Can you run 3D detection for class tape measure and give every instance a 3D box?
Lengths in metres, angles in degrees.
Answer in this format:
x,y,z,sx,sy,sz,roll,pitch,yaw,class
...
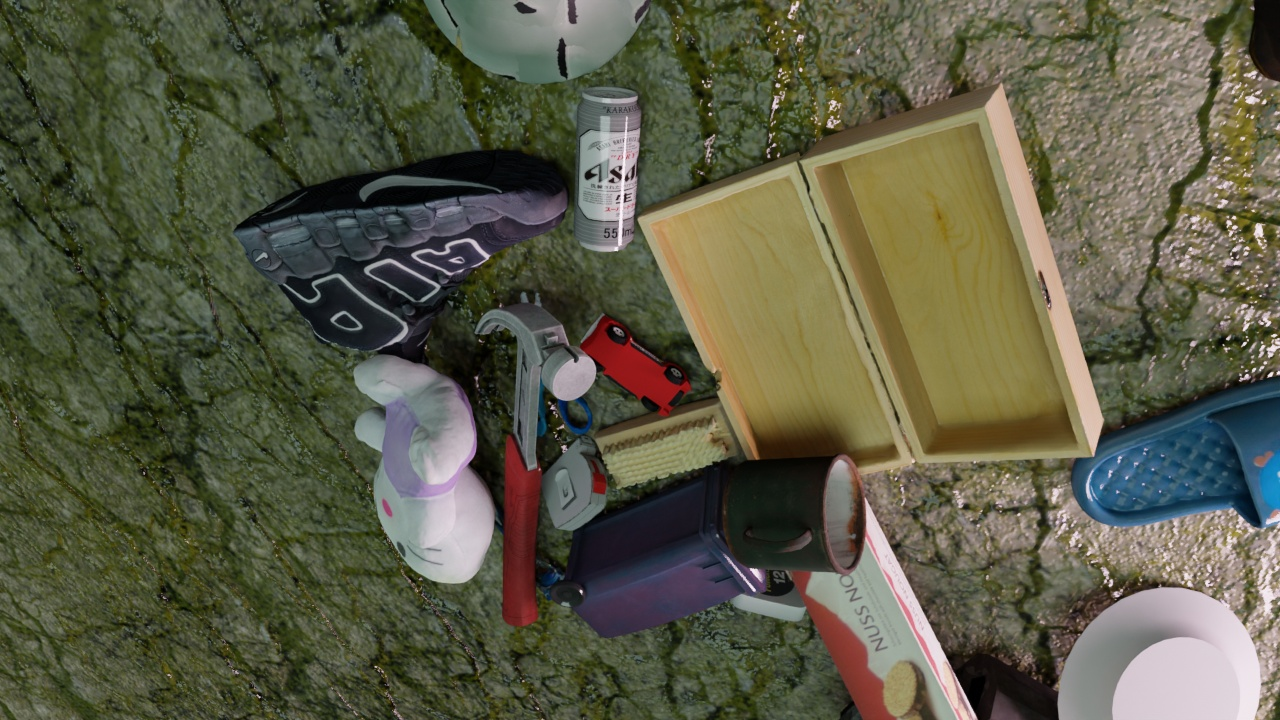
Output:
x,y,z,sx,sy,sz,roll,pitch,yaw,class
-0.055,0.104,0.760,0.020,0.062,0.060,18,127,-40,tape measure
0.106,0.185,0.766,0.065,0.064,0.017,11,119,-2,tape measure

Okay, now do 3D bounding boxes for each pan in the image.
x,y,z,sx,sy,sz,roll,pitch,yaw,class
0.501,-0.186,0.498,0.249,0.043,0.356,-34,106,25,pan

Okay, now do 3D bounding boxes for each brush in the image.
x,y,z,sx,sy,sz,roll,pitch,yaw,class
0.020,0.069,0.737,0.117,0.039,0.049,-16,114,20,brush

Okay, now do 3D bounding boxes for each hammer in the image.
x,y,z,sx,sy,sz,roll,pitch,yaw,class
-0.096,0.099,0.747,0.126,0.036,0.316,41,135,41,hammer

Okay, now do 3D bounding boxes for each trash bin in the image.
x,y,z,sx,sy,sz,roll,pitch,yaw,class
0.018,0.157,0.753,0.161,0.093,0.092,-26,119,24,trash bin

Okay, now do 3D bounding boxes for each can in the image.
x,y,z,sx,sy,sz,roll,pitch,yaw,class
-0.024,-0.132,0.638,0.044,0.043,0.107,8,118,8,can

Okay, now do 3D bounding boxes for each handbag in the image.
x,y,z,sx,sy,sz,roll,pitch,yaw,class
0.266,0.344,0.791,0.199,0.102,0.198,29,119,-4,handbag

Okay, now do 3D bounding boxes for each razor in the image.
x,y,z,sx,sy,sz,roll,pitch,yaw,class
-0.110,0.163,0.825,0.044,0.018,0.141,-30,108,25,razor

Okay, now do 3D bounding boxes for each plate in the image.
x,y,z,sx,sy,sz,roll,pitch,yaw,class
0.415,0.266,0.720,0.172,0.019,0.173,-1,95,-7,plate

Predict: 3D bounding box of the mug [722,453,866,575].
x,y,z,sx,sy,sz,roll,pitch,yaw,class
0.105,0.115,0.660,0.081,0.110,0.085,-6,98,33,mug

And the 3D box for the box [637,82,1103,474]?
x,y,z,sx,sy,sz,roll,pitch,yaw,class
0.156,-0.030,0.639,0.258,0.076,0.247,-15,112,28,box

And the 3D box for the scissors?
x,y,z,sx,sy,sz,roll,pitch,yaw,class
-0.073,0.003,0.739,0.073,0.016,0.134,3,113,16,scissors

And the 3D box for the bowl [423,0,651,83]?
x,y,z,sx,sy,sz,roll,pitch,yaw,class
-0.078,-0.255,0.572,0.174,0.067,0.174,6,120,9,bowl

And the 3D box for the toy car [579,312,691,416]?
x,y,z,sx,sy,sz,roll,pitch,yaw,class
-0.004,0.004,0.716,0.089,0.025,0.038,35,119,-8,toy car

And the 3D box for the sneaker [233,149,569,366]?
x,y,z,sx,sy,sz,roll,pitch,yaw,class
-0.163,-0.061,0.681,0.253,0.097,0.151,-6,121,16,sneaker

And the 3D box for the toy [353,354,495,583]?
x,y,z,sx,sy,sz,roll,pitch,yaw,class
-0.169,0.087,0.728,0.137,0.085,0.210,47,149,26,toy

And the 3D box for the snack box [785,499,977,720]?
x,y,z,sx,sy,sz,roll,pitch,yaw,class
0.191,0.228,0.723,0.077,0.044,0.273,-28,87,28,snack box

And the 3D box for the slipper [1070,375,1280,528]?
x,y,z,sx,sy,sz,roll,pitch,yaw,class
0.417,0.071,0.642,0.214,0.059,0.104,-15,111,20,slipper
